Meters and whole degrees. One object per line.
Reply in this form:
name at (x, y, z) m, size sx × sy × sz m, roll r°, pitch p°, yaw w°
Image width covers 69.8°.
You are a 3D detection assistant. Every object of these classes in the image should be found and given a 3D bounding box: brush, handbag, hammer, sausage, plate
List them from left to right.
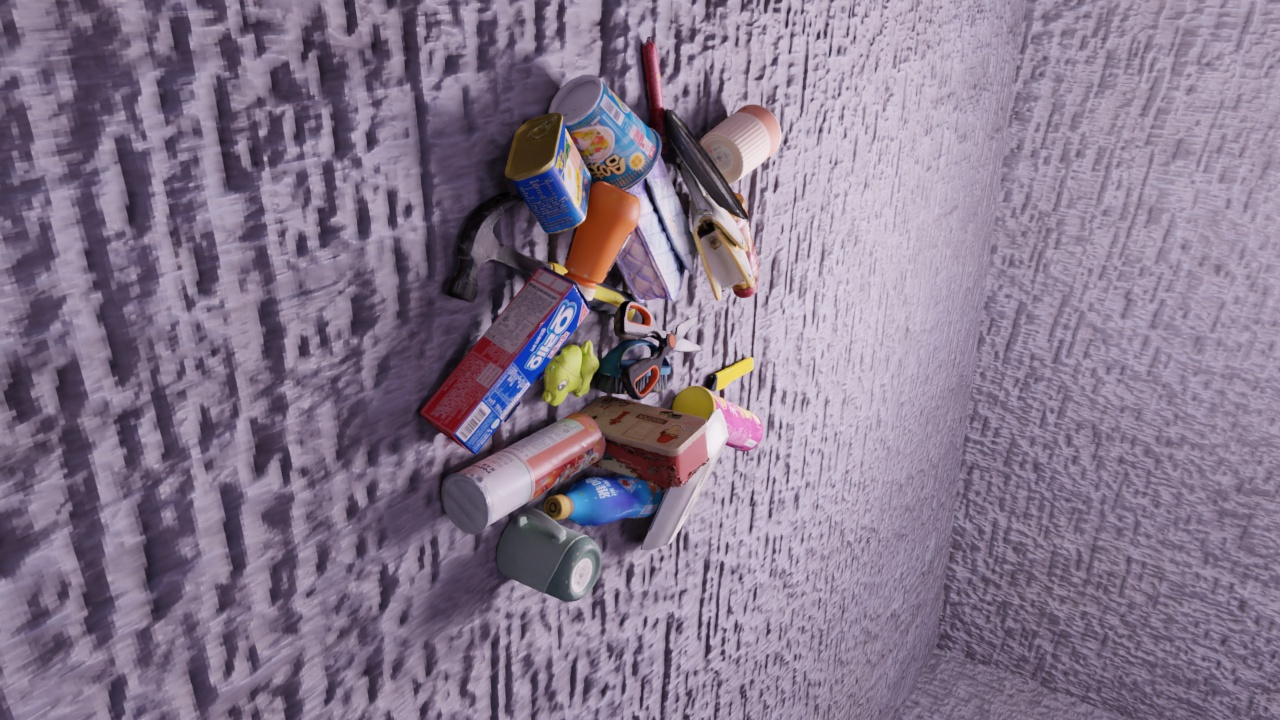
hammer at (-0.095, -0.099, 1.067) m, size 0.323 × 0.032 × 0.126 m, roll 18°, pitch 88°, yaw -58°
brush at (-0.007, 0.007, 1.225) m, size 0.143 × 0.055 × 0.073 m, roll -4°, pitch 106°, yaw -57°
handbag at (0.011, -0.171, 1.152) m, size 0.194 × 0.076 × 0.134 m, roll 61°, pitch 33°, yaw -50°
sausage at (0.019, -0.331, 1.166) m, size 0.020 × 0.020 × 0.156 m, roll -42°, pitch 136°, yaw -42°
plate at (0.070, 0.182, 1.334) m, size 0.161 × 0.034 × 0.266 m, roll -50°, pitch 166°, yaw -45°
plate at (0.081, -0.249, 1.195) m, size 0.024 × 0.179 × 0.179 m, roll -34°, pitch 150°, yaw 15°
handbag at (0.097, -0.185, 1.237) m, size 0.163 × 0.063 × 0.179 m, roll -88°, pitch 155°, yaw -68°

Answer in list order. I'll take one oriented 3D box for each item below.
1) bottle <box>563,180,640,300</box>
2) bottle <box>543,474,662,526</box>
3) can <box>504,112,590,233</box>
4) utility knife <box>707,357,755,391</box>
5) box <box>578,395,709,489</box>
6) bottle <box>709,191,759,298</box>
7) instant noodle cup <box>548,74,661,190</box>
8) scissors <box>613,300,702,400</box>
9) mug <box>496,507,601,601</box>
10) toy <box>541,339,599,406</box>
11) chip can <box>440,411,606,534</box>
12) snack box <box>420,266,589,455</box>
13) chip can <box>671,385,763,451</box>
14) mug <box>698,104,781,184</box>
bottle at (-0.053, -0.123, 1.030) m, size 0.066 × 0.067 × 0.149 m, roll 4°, pitch 114°, yaw -58°
bottle at (-0.051, 0.187, 1.222) m, size 0.218 × 0.065 × 0.065 m, roll 4°, pitch 99°, yaw -57°
can at (-0.094, -0.197, 0.970) m, size 0.101 × 0.057 × 0.083 m, roll -86°, pitch 155°, yaw -43°
utility knife at (0.153, 0.021, 1.523) m, size 0.167 × 0.015 × 0.033 m, roll -22°, pitch 126°, yaw -54°
box at (-0.002, 0.109, 1.166) m, size 0.091 × 0.168 × 0.077 m, roll -36°, pitch 128°, yaw -46°
bottle at (0.144, -0.171, 1.390) m, size 0.057 × 0.057 × 0.175 m, roll -54°, pitch 143°, yaw -31°
instant noodle cup at (-0.044, -0.258, 1.031) m, size 0.110 × 0.099 × 0.099 m, roll 43°, pitch 65°, yaw -47°
scissors at (0.026, -0.013, 1.221) m, size 0.227 × 0.022 × 0.197 m, roll 39°, pitch 53°, yaw -51°
mug at (-0.110, 0.228, 1.105) m, size 0.082 × 0.106 × 0.112 m, roll -41°, pitch 134°, yaw -42°
toy at (-0.087, 0.014, 1.127) m, size 0.100 × 0.031 × 0.096 m, roll 40°, pitch 68°, yaw -61°
chip can at (-0.130, 0.125, 1.066) m, size 0.214 × 0.071 × 0.071 m, roll -27°, pitch 124°, yaw -52°
snack box at (-0.139, -0.002, 0.974) m, size 0.207 × 0.058 × 0.057 m, roll -53°, pitch 148°, yaw -14°
chip can at (0.126, 0.096, 1.459) m, size 0.210 × 0.071 × 0.071 m, roll 26°, pitch 80°, yaw -59°
mug at (0.135, -0.297, 1.316) m, size 0.105 × 0.081 × 0.115 m, roll -43°, pitch 165°, yaw -39°
